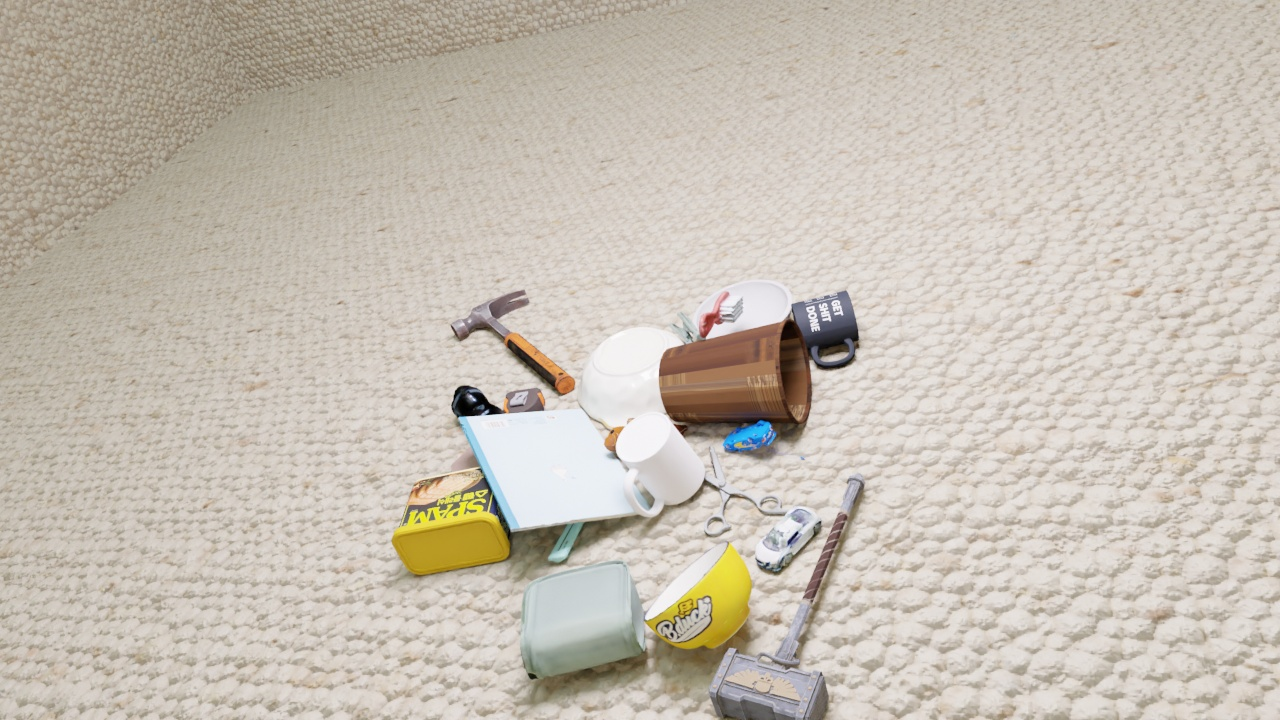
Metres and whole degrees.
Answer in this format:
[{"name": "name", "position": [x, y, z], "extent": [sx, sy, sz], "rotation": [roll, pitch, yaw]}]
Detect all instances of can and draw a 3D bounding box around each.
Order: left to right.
[{"name": "can", "position": [-0.228, 0.196, 1.149], "extent": [0.135, 0.075, 0.104], "rotation": [-12, 33, 10]}]

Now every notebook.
[{"name": "notebook", "position": [-0.116, 0.131, 1.174], "extent": [0.180, 0.009, 0.253], "rotation": [-3, 28, -25]}]

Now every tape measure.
[{"name": "tape measure", "position": [-0.172, 0.066, 1.329], "extent": [0.058, 0.038, 0.058], "rotation": [-8, 36, 15]}]

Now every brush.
[{"name": "brush", "position": [-0.250, 0.161, 1.262], "extent": [0.050, 0.015, 0.135], "rotation": [21, 57, 45]}, {"name": "brush", "position": [0.112, -0.062, 1.245], "extent": [0.030, 0.041, 0.172], "rotation": [2, 15, 18]}]

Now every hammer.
[{"name": "hammer", "position": [-0.182, -0.029, 1.469], "extent": [0.137, 0.035, 0.314], "rotation": [-33, 38, -18]}, {"name": "hammer", "position": [0.178, 0.229, 0.940], "extent": [0.099, 0.044, 0.320], "rotation": [5, 41, 31]}]

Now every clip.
[{"name": "clip", "position": [0.067, -0.042, 1.319], "extent": [0.042, 0.023, 0.076], "rotation": [-54, 35, 13]}]

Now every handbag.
[{"name": "handbag", "position": [-0.060, 0.276, 0.964], "extent": [0.122, 0.067, 0.106], "rotation": [-15, 26, 5]}]

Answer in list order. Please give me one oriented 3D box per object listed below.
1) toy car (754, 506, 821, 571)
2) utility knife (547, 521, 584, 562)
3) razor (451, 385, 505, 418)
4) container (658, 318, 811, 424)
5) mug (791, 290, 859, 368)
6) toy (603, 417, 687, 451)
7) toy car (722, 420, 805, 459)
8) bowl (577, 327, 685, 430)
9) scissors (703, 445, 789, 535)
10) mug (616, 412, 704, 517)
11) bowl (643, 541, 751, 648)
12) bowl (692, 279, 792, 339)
[{"name": "toy car", "position": [0.161, 0.193, 1.009], "extent": [0.089, 0.027, 0.039], "rotation": [-40, 42, -26]}, {"name": "utility knife", "position": [-0.072, 0.188, 1.141], "extent": [0.022, 0.015, 0.165], "rotation": [-1, 35, 26]}, {"name": "razor", "position": [-0.230, 0.074, 1.317], "extent": [0.053, 0.064, 0.141], "rotation": [-38, 28, -17]}, {"name": "container", "position": [0.120, 0.023, 1.182], "extent": [0.168, 0.132, 0.131], "rotation": [-7, 36, 26]}, {"name": "mug", "position": [0.255, -0.038, 1.252], "extent": [0.077, 0.071, 0.105], "rotation": [-14, 62, 8]}, {"name": "toy", "position": [0.007, 0.099, 1.206], "extent": [0.102, 0.070, 0.090], "rotation": [-19, 14, -41]}, {"name": "toy car", "position": [0.153, 0.109, 1.141], "extent": [0.092, 0.062, 0.033], "rotation": [-24, 21, 52]}, {"name": "bowl", "position": [-0.008, 0.008, 1.313], "extent": [0.189, 0.060, 0.218], "rotation": [-7, 37, 17]}, {"name": "scissors", "position": [0.114, 0.153, 1.098], "extent": [0.158, 0.014, 0.141], "rotation": [-5, 41, 19]}, {"name": "mug", "position": [0.017, 0.133, 1.096], "extent": [0.074, 0.090, 0.110], "rotation": [0, 50, 40]}, {"name": "bowl", "position": [0.068, 0.247, 0.928], "extent": [0.117, 0.067, 0.117], "rotation": [-42, -3, -3]}, {"name": "bowl", "position": [0.153, -0.057, 1.337], "extent": [0.150, 0.043, 0.149], "rotation": [-16, 35, 11]}]
